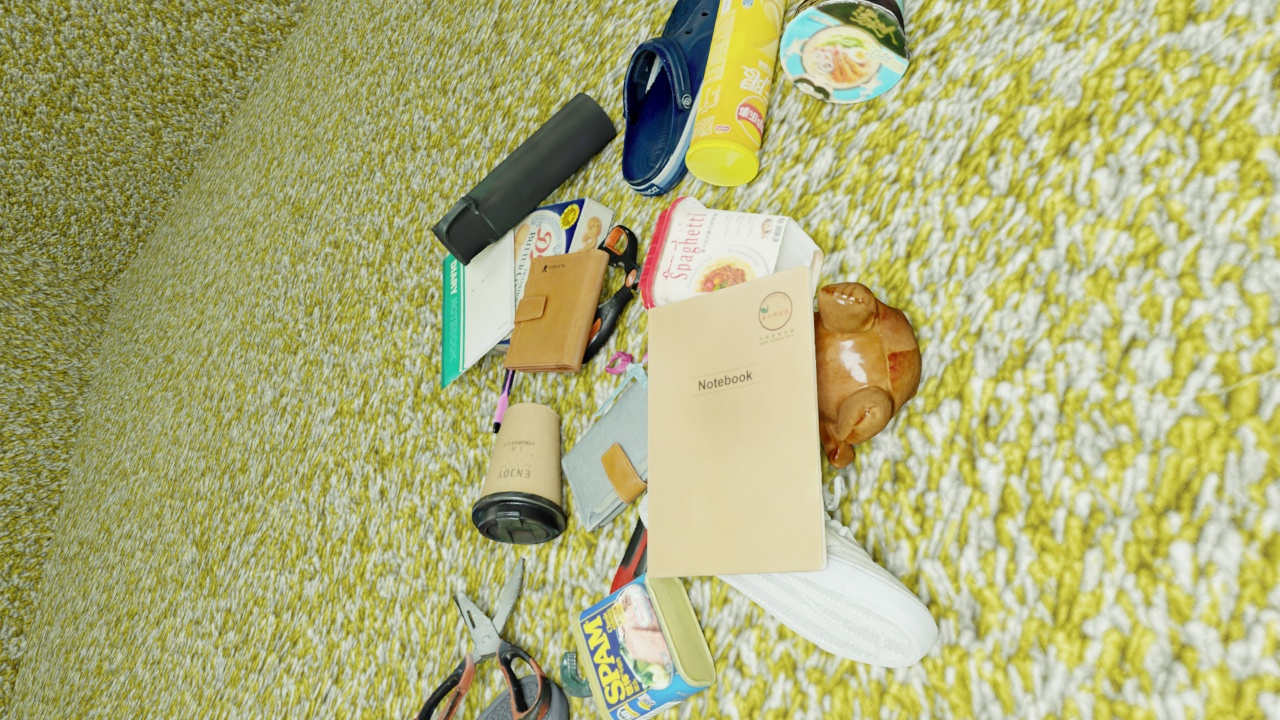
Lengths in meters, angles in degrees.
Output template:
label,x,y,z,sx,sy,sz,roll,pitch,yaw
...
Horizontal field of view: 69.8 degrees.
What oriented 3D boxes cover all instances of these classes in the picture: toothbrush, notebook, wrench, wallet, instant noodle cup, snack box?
label,x,y,z,sx,sy,sz,roll,pitch,yaw
toothbrush,-0.138,-0.011,1.008,0.018,0.014,0.189,-10,64,58
notebook,0.061,0.046,0.650,0.148,0.008,0.207,-13,69,39
wrench,-0.004,0.170,0.800,0.056,0.016,0.273,24,93,42
wallet,-0.089,-0.051,0.966,0.108,0.031,0.131,0,68,40
instant noodle cup,0.081,-0.075,0.794,0.124,0.116,0.116,4,72,38
instant noodle cup,0.185,-0.311,0.817,0.111,0.111,0.120,-19,47,42
wallet,-0.020,0.088,0.865,0.130,0.037,0.106,-46,39,19
snack box,-0.126,-0.096,1.088,0.183,0.045,0.177,0,69,49
notebook,-0.200,-0.085,1.124,0.151,0.012,0.208,-37,45,34

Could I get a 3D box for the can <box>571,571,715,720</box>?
label,x,y,z,sx,sy,sz,roll,pitch,yaw
can,0.002,0.228,0.729,0.083,0.057,0.102,-37,58,23

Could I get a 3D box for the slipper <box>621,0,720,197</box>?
label,x,y,z,sx,sy,sz,roll,pitch,yaw
slipper,0.026,-0.304,1.000,0.105,0.095,0.252,8,79,48

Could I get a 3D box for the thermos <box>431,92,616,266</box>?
label,x,y,z,sx,sy,sz,roll,pitch,yaw
thermos,-0.137,-0.215,1.077,0.068,0.090,0.242,44,81,9

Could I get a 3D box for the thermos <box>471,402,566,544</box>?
label,x,y,z,sx,sy,sz,roll,pitch,yaw
thermos,-0.117,0.116,0.924,0.093,0.093,0.143,-30,41,35

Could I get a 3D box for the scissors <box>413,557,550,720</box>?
label,x,y,z,sx,sy,sz,roll,pitch,yaw
scissors,-0.142,0.280,0.863,0.189,0.015,0.222,-9,42,38

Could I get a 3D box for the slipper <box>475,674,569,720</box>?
label,x,y,z,sx,sy,sz,roll,pitch,yaw
slipper,-0.147,0.404,0.802,0.267,0.083,0.111,-48,34,-12

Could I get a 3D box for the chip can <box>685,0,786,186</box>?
label,x,y,z,sx,sy,sz,roll,pitch,yaw
chip can,0.097,-0.283,0.920,0.072,0.072,0.213,-10,62,46

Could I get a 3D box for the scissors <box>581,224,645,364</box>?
label,x,y,z,sx,sy,sz,roll,pitch,yaw
scissors,-0.017,-0.082,0.942,0.221,0.021,0.231,-53,28,28

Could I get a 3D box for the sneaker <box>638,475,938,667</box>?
label,x,y,z,sx,sy,sz,roll,pitch,yaw
sneaker,0.113,0.130,0.661,0.242,0.089,0.090,22,54,41

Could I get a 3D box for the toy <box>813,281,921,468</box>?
label,x,y,z,sx,sy,sz,roll,pitch,yaw
toy,0.109,0.015,0.703,0.200,0.130,0.140,-11,85,53

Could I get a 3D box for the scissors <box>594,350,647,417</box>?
label,x,y,z,sx,sy,sz,roll,pitch,yaw
scissors,-0.006,0.005,0.888,0.133,0.017,0.135,-50,22,-19
